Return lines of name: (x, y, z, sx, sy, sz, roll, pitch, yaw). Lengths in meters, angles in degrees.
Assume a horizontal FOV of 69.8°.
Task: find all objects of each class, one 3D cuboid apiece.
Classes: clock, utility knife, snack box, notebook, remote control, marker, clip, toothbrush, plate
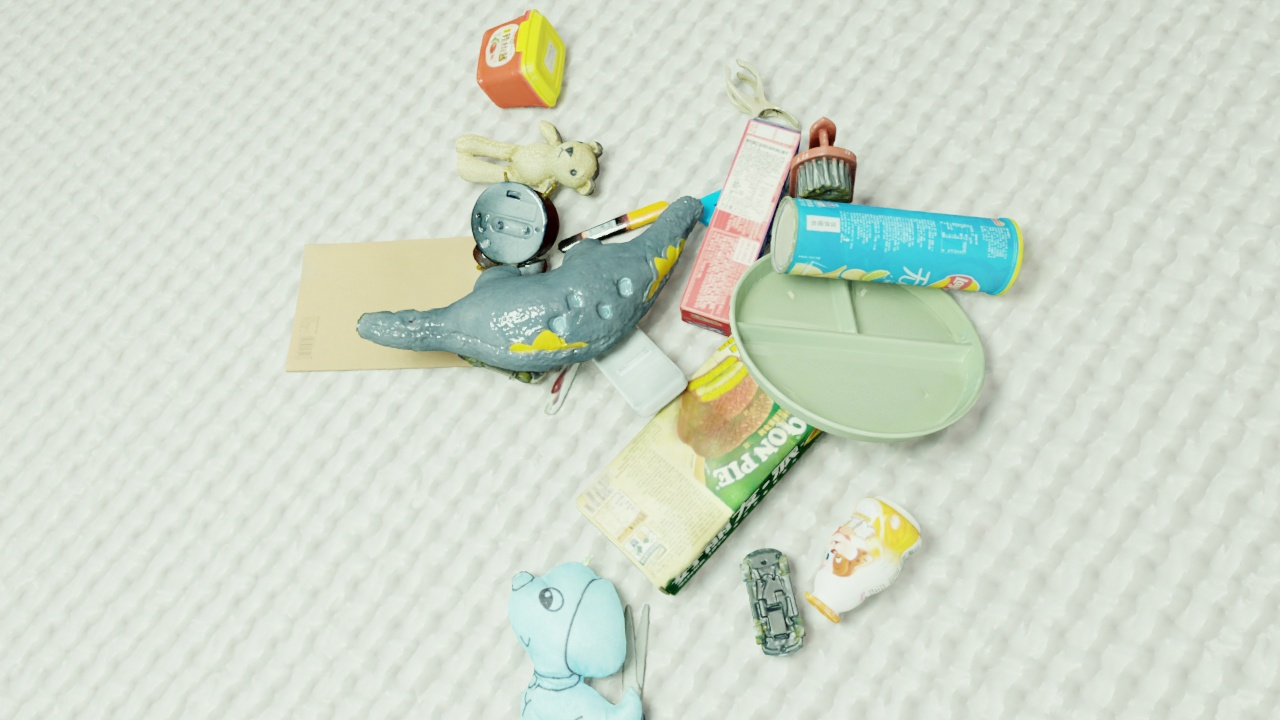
clock: (-0.130, -0.128, 0.942, 0.082, 0.055, 0.122, 15, 101, 11)
utility knife: (0.128, -0.181, 0.939, 0.161, 0.018, 0.034, -26, 66, -1)
snack box: (-0.133, -0.329, 1.020, 0.080, 0.082, 0.091, -5, 67, 24)
notebook: (-0.270, -0.061, 0.976, 0.212, 0.012, 0.149, -2, 70, 11)
snack box: (0.099, -0.129, 0.891, 0.058, 0.057, 0.207, 19, 80, 10)
remote control: (-0.005, 0.005, 0.860, 0.056, 0.020, 0.136, -38, 36, -4)
snack box: (0.064, 0.084, 0.824, 0.114, 0.063, 0.240, 40, 81, 22)
marker: (-0.028, -0.138, 0.956, 0.124, 0.015, 0.018, -20, 65, 6)
clip: (0.121, -0.270, 0.969, 0.070, 0.034, 0.100, -31, 75, -2)
toothbrush: (-0.055, -0.031, 0.917, 0.016, 0.017, 0.187, 19, 73, 18)
plate: (0.189, -0.019, 0.812, 0.230, 0.028, 0.229, 5, 50, -6)

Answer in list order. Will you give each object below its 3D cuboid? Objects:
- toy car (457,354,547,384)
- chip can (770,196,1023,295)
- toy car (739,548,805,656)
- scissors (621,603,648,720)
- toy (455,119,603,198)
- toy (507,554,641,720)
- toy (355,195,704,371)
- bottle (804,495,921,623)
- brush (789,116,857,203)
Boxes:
toy car: (-0.134, -0.004, 0.914, 0.090, 0.035, 0.042, 18, 74, 8)
chip can: (0.228, -0.102, 0.825, 0.210, 0.071, 0.071, 4, 69, -6)
toy car: (0.113, 0.206, 0.783, 0.043, 0.034, 0.090, -15, 65, 8)
scissors: (-0.018, 0.297, 0.787, 0.126, 0.012, 0.173, -26, 65, 0)
toy: (-0.120, -0.212, 0.974, 0.157, 0.066, 0.105, 6, 76, 7)
toy: (-0.059, 0.248, 0.791, 0.161, 0.050, 0.156, 23, 74, 22)
toy: (-0.086, -0.056, 0.866, 0.356, 0.091, 0.137, -19, 60, -8)
bottle: (0.184, 0.167, 0.767, 0.063, 0.063, 0.108, 38, 80, 22)
brush: (0.170, -0.174, 0.858, 0.063, 0.146, 0.069, -2, 82, 10)
